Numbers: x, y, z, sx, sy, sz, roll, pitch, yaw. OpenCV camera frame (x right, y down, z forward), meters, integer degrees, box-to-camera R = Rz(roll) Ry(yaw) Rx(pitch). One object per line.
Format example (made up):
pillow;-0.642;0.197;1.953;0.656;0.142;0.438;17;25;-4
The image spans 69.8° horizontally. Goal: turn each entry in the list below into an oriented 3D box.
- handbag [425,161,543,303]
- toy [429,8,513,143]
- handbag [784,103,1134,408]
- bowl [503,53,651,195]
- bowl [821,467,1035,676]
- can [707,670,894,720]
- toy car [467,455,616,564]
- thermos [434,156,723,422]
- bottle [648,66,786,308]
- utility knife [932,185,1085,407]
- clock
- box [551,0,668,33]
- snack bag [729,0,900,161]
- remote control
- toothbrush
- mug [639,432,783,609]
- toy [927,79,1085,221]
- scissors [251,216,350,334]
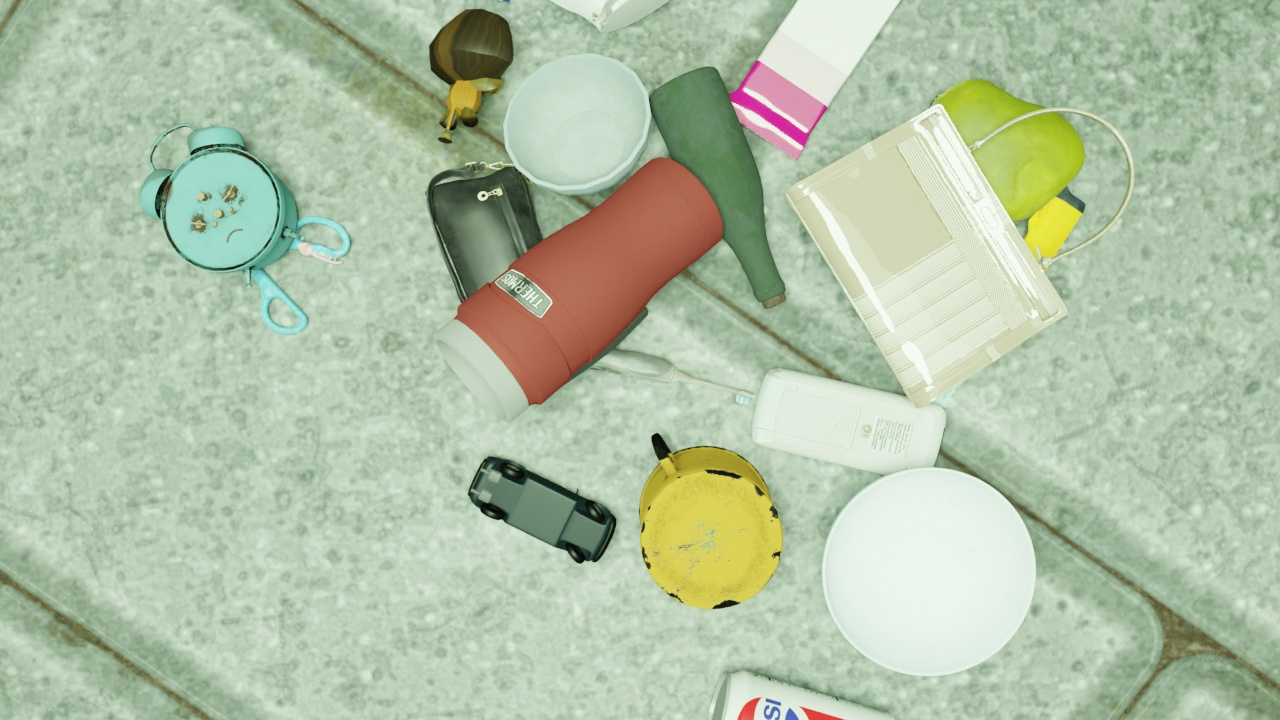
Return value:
handbag;-0.103;-0.085;0.668;0.079;0.054;0.128;-22;90;-1
toy;-0.124;-0.201;0.658;0.076;0.062;0.100;3;77;37
handbag;0.230;-0.094;0.622;0.198;0.062;0.175;-31;90;20
bowl;-0.042;-0.163;0.659;0.106;0.039;0.106;-3;74;11
bowl;0.197;0.142;0.660;0.144;0.074;0.144;0;93;2
can;0.118;0.277;0.672;0.132;0.070;0.070;16;93;1
toy car;-0.073;0.111;0.686;0.112;0.034;0.046;26;93;1
thermos;-0.037;-0.043;0.633;0.198;0.108;0.084;-42;56;-17
bottle;0.063;-0.119;0.660;0.055;0.055;0.174;-24;94;3
utility knife;0.255;-0.028;0.676;0.030;0.019;0.224;32;95;5
clock;-0.305;-0.116;0.665;0.090;0.053;0.124;-41;86;2
box;-0.037;-0.278;0.643;0.143;0.080;0.089;27;78;-1
snack bag;0.141;-0.247;0.668;0.070;0.016;0.196;34;94;0
remote control;0.154;0.048;0.678;0.138;0.025;0.060;13;97;2
toothbrush;-0.004;0.004;0.686;0.185;0.022;0.024;13;96;0
mug;0.042;0.107;0.653;0.100;0.094;0.123;-32;92;3
toy;0.255;-0.155;0.652;0.090;0.051;0.110;-43;90;6
scissors;-0.292;-0.070;0.697;0.141;0.015;0.111;8;93;8
